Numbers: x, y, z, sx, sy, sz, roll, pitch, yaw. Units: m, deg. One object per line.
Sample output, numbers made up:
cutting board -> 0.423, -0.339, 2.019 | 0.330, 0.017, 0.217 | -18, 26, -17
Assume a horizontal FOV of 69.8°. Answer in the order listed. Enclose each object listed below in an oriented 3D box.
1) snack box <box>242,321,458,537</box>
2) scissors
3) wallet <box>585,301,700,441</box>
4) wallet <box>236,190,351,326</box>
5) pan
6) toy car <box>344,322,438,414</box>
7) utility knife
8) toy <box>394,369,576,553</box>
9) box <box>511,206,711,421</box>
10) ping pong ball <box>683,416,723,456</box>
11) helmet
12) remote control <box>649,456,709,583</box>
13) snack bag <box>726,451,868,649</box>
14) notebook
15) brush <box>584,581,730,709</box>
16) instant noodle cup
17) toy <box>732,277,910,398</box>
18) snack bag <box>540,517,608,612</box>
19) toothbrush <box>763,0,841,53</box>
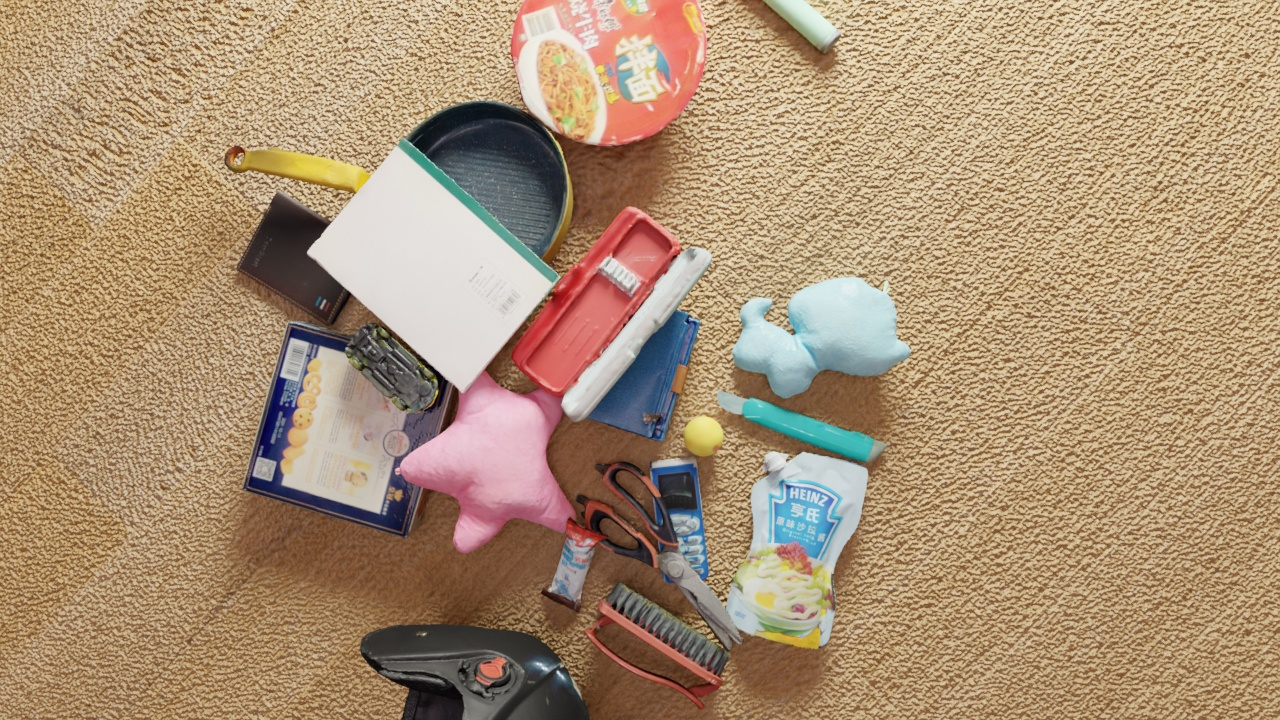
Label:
snack box -> -0.294, 0.069, 0.944 | 0.182, 0.046, 0.178 | 16, 90, 3
scissors -> 0.016, 0.204, 0.921 | 0.192, 0.015, 0.207 | -4, 91, 21
wallet -> -0.006, 0.005, 0.932 | 0.106, 0.040, 0.133 | 17, 88, 9
wallet -> -0.351, -0.107, 0.962 | 0.122, 0.020, 0.096 | 31, 92, 5
pan -> -0.243, -0.175, 0.922 | 0.358, 0.078, 0.197 | 9, 84, 13
toy car -> -0.241, 0.009, 0.901 | 0.105, 0.032, 0.048 | 41, 90, 9
utility knife -> 0.162, 0.066, 0.934 | 0.179, 0.013, 0.029 | 20, 88, 2
toy -> -0.154, 0.089, 0.913 | 0.178, 0.075, 0.194 | -5, 87, -21
box -> -0.025, -0.042, 0.888 | 0.201, 0.073, 0.155 | -51, 47, 1
ping pong ball -> 0.063, 0.077, 0.926 | 0.040, 0.040, 0.040 | 0, 90, 3
helmet -> -0.149, 0.363, 0.829 | 0.230, 0.275, 0.233 | 4, 100, -23
remote control -> 0.040, 0.163, 0.935 | 0.049, 0.024, 0.125 | -6, 91, 3
snack bag -> 0.157, 0.187, 0.924 | 0.110, 0.039, 0.191 | 13, 90, 13
notebook -> -0.200, -0.092, 0.885 | 0.209, 0.012, 0.150 | 42, 96, 6
brush -> 0.018, 0.287, 0.918 | 0.146, 0.063, 0.069 | 33, 80, 1
instant noodle cup -> -0.031, -0.305, 0.921 | 0.194, 0.066, 0.194 | 0, 90, 2
toy -> 0.182, -0.027, 0.916 | 0.161, 0.049, 0.156 | 37, 99, 10
snack bag -> -0.067, 0.208, 0.932 | 0.048, 0.026, 0.104 | 24, 109, 4
toothbrush -> 0.113, -0.394, 0.932 | 0.224, 0.027, 0.027 | 42, 52, 3
